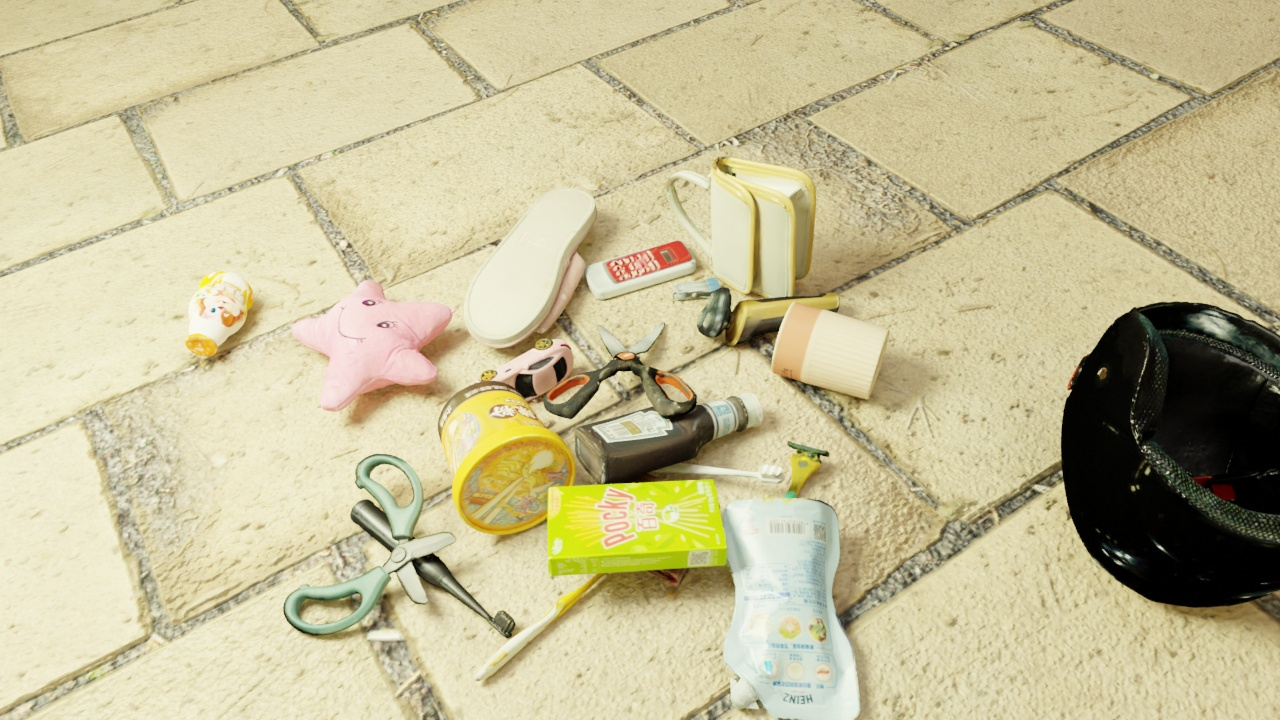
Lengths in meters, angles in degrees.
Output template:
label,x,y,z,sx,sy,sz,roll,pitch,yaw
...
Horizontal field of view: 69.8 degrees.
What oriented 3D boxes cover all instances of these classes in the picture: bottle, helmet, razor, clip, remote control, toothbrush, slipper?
label,x,y,z,sx,sy,sz,roll,pitch,yaw
bottle,-0.503,-0.055,1.089,0.063,0.063,0.108,-1,47,3
helmet,0.482,0.073,0.785,0.233,0.231,0.273,20,41,10
razor,0.140,0.135,0.885,0.043,0.028,0.132,15,53,26
clip,0.067,-0.084,1.107,0.058,0.037,0.025,-7,48,-7
remote control,0.000,-0.114,1.137,0.136,0.020,0.056,-17,49,-12
razor,0.148,-0.057,1.048,0.167,0.067,0.062,-8,7,-12
toothbrush,0.053,0.106,0.911,0.180,0.016,0.016,3,47,20
slipper,-0.128,-0.112,1.121,0.114,0.054,0.273,11,51,14
bottle,0.034,0.072,0.924,0.194,0.044,0.080,-14,28,-24
toothbrush,-0.195,0.193,0.856,0.213,0.026,0.027,29,94,28
toothbrush,-0.076,0.221,0.828,0.191,0.016,0.018,-37,59,-27

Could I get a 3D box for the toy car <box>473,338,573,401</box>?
label,x,y,z,sx,sy,sz,roll,pitch,yaw
toy car,-0.124,0.021,0.996,0.122,0.056,0.037,-30,45,-22

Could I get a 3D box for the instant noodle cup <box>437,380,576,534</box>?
label,x,y,z,sx,sy,sz,roll,pitch,yaw
instant noodle cup,-0.138,0.089,0.896,0.118,0.119,0.114,-21,40,-15

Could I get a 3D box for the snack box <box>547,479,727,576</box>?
label,x,y,z,sx,sy,sz,roll,pitch,yaw
snack box,-0.005,0.149,0.825,0.156,0.026,0.085,-2,38,-2

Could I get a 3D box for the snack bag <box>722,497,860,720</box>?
label,x,y,z,sx,sy,sz,roll,pitch,yaw
snack bag,0.127,0.213,0.797,0.110,0.039,0.190,4,59,-4

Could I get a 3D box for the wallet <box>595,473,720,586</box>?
label,x,y,z,sx,sy,sz,roll,pitch,yaw
wallet,0.001,0.153,0.865,0.125,0.032,0.101,17,39,22

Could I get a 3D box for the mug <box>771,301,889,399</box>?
label,x,y,z,sx,sy,sz,roll,pitch,yaw
mug,0.209,-0.014,0.996,0.106,0.082,0.114,18,21,17

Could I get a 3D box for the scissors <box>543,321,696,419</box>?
label,x,y,z,sx,sy,sz,roll,pitch,yaw
scissors,-0.021,0.008,0.978,0.227,0.022,0.221,-21,33,-32

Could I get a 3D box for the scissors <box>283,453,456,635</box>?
label,x,y,z,sx,sy,sz,roll,pitch,yaw
scissors,-0.260,0.169,0.861,0.171,0.019,0.169,-24,56,0

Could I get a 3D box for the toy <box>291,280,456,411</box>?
label,x,y,z,sx,sy,sz,roll,pitch,yaw
toy,-0.297,-0.031,1.043,0.178,0.075,0.194,-21,48,-16

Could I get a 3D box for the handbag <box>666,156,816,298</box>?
label,x,y,z,sx,sy,sz,roll,pitch,yaw
handbag,0.109,-0.155,1.071,0.179,0.164,0.063,19,52,23
